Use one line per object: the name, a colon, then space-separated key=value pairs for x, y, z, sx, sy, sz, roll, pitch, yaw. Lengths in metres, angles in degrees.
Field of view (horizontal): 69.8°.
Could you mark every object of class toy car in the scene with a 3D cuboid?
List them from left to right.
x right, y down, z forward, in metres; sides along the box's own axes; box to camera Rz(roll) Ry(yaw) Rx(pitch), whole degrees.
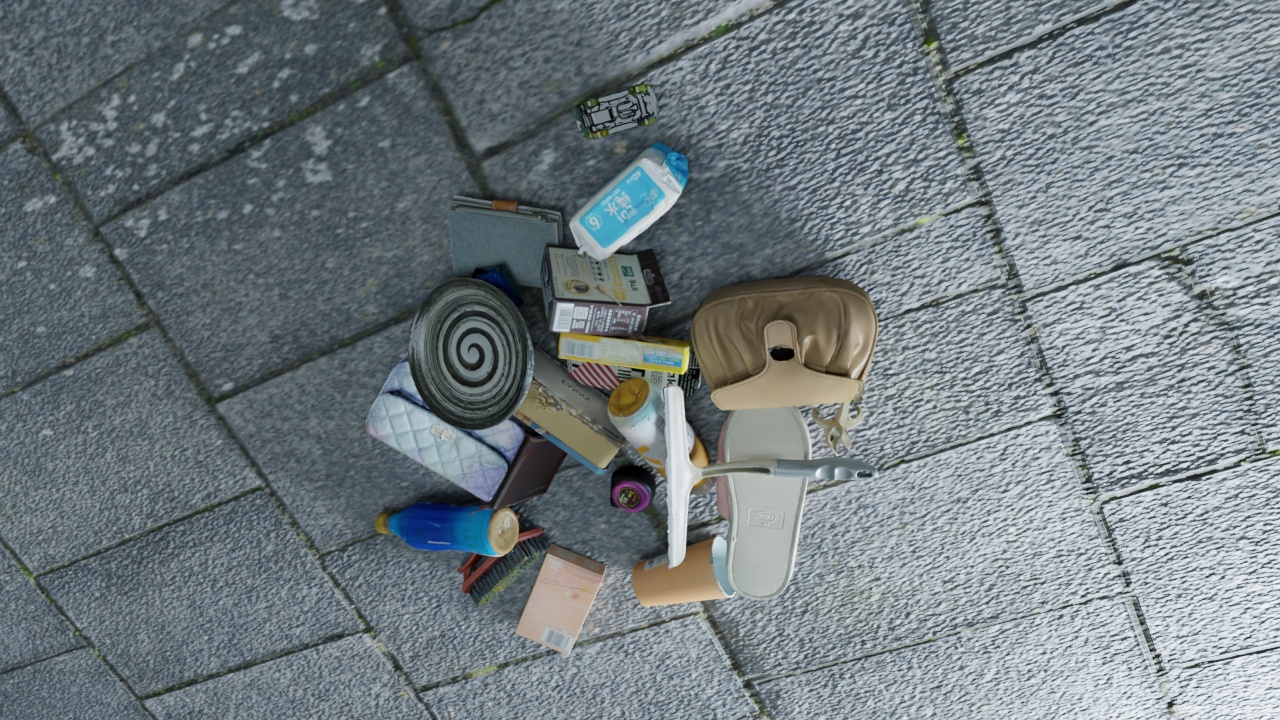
toy car: x=-0.024 y=-0.265 z=0.974 sx=0.091 sy=0.036 sz=0.043 roll=-10 pitch=111 yaw=16

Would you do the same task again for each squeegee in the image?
squeegee: x=0.151 y=0.128 z=1.071 sx=0.246 sy=0.039 sz=0.247 roll=-2 pitch=115 yaw=1

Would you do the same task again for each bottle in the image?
bottle: x=-0.263 y=0.219 z=1.210 sx=0.219 sy=0.065 sz=0.065 roll=-2 pitch=115 yaw=31
bottle: x=0.032 y=0.097 z=1.093 sx=0.068 sy=0.067 sz=0.189 roll=-23 pitch=131 yaw=19

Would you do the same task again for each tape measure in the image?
tape measure: x=-0.168 y=-0.084 z=1.063 sx=0.055 sy=0.025 sz=0.058 roll=-4 pitch=131 yaw=32
tape measure: x=-0.009 y=0.163 z=1.169 sx=0.058 sy=0.039 sz=0.057 roll=7 pitch=116 yaw=13

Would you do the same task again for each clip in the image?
clip: x=0.219 y=0.079 z=1.062 sx=0.093 sy=0.102 sz=0.035 roll=-25 pitch=111 yaw=45

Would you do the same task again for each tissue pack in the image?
tissue pack: x=-0.011 y=-0.170 z=0.987 sx=0.140 sy=0.089 sz=0.063 roll=-37 pitch=103 yaw=23

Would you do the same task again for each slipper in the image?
slipper: x=0.150 y=0.164 z=1.129 sx=0.114 sy=0.054 sz=0.274 roll=1 pitch=105 yaw=6

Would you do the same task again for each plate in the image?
plate: x=-0.194 y=-0.007 z=1.064 sx=0.180 sy=0.024 sz=0.179 roll=4 pitch=98 yaw=28

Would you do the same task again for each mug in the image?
mug: x=0.055 y=0.280 z=1.193 sx=0.123 sy=0.078 sz=0.078 roll=-18 pitch=110 yaw=22

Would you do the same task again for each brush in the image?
brush: x=-0.196 y=0.272 z=1.246 sx=0.146 sy=0.063 sz=0.069 roll=-45 pitch=70 yaw=26

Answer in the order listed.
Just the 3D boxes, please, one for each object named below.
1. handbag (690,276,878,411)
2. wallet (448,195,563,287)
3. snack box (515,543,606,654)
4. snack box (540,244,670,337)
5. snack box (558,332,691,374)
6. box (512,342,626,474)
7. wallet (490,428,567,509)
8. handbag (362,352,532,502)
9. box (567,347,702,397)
handbag: x=0.160 y=-0.016 z=1.020 sx=0.205 sy=0.099 sz=0.148 roll=-5 pitch=107 yaw=13
wallet: x=-0.153 y=-0.137 z=1.059 sx=0.130 sy=0.036 sz=0.107 roll=8 pitch=127 yaw=7
snack box: x=-0.112 y=0.333 z=1.272 sx=0.084 sy=0.026 sz=0.158 roll=23 pitch=116 yaw=0
snack box: x=-0.042 y=-0.079 z=1.007 sx=0.125 sy=0.113 sz=0.053 roll=5 pitch=127 yaw=-15
snack box: x=-0.015 y=-0.012 z=1.023 sx=0.140 sy=0.087 sz=0.034 roll=9 pitch=97 yaw=7
box: x=-0.086 y=0.060 z=1.107 sx=0.184 sy=0.089 sz=0.060 roll=39 pitch=113 yaw=-3
wallet: x=-0.130 y=0.132 z=1.153 sx=0.020 sy=0.096 sz=0.122 roll=45 pitch=120 yaw=28
handbag: x=-0.242 y=0.080 z=1.153 sx=0.194 sy=0.075 sz=0.134 roll=31 pitch=116 yaw=-4
box: x=-0.008 y=0.008 z=1.089 sx=0.164 sy=0.057 sz=0.071 roll=4 pitch=129 yaw=7
